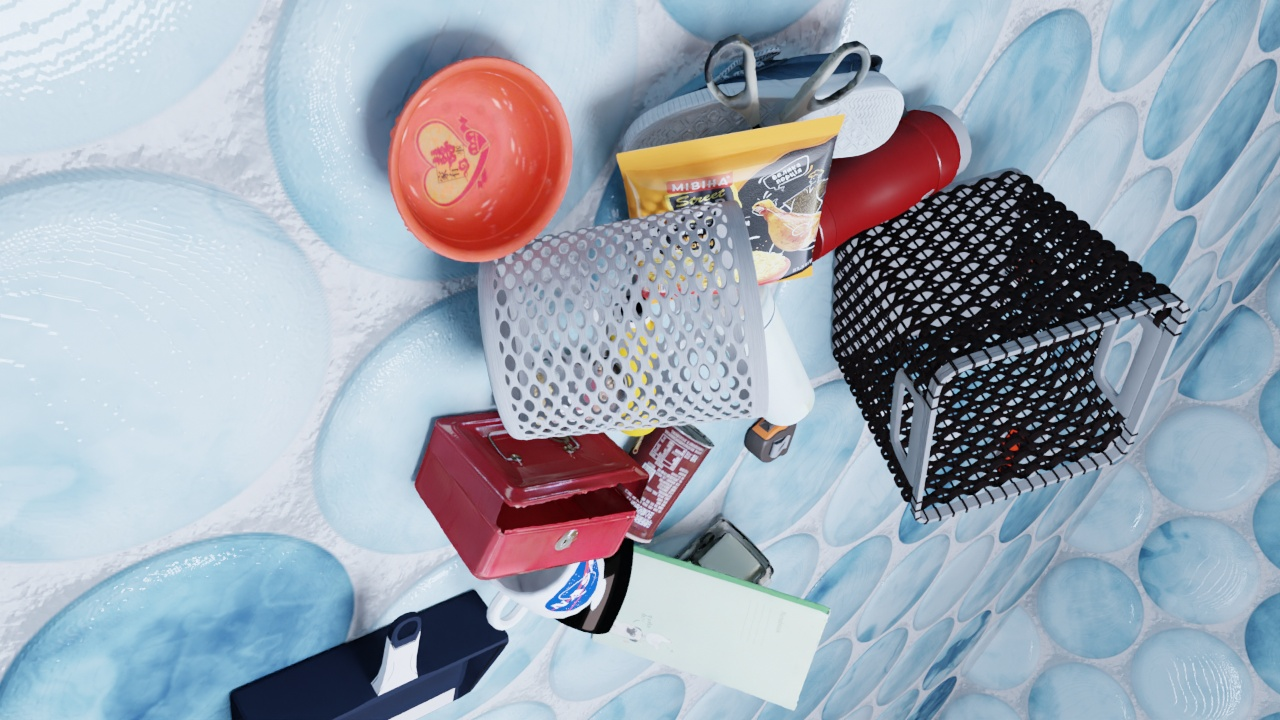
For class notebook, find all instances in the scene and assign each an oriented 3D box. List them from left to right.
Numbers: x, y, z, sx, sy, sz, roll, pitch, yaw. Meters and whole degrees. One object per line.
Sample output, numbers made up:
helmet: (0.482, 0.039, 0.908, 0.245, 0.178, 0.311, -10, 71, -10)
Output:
notebook: (0.071, 0.298, 1.037, 0.010, 0.253, 0.182, -60, 162, -52)

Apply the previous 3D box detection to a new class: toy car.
toy car: (0.694, 0.171, 1.710, 0.051, 0.049, 0.100, 17, 109, -52)

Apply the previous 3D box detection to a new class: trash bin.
trash bin: (-0.012, -0.024, 0.663, 0.183, 0.156, 0.157, -8, 136, 2)

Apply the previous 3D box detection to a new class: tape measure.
tape measure: (0.157, 0.093, 1.089, 0.058, 0.038, 0.058, -15, 131, -38)

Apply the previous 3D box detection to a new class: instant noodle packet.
instant noodle packet: (0.069, -0.109, 0.731, 0.160, 0.032, 0.221, -10, 155, -1)

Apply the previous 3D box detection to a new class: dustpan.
dustpan: (-0.235, 0.299, 0.830, 0.235, 0.080, 0.274, -16, 132, -37)

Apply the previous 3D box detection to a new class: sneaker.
sneaker: (0.093, -0.201, 0.730, 0.235, 0.087, 0.089, -12, 142, -11)

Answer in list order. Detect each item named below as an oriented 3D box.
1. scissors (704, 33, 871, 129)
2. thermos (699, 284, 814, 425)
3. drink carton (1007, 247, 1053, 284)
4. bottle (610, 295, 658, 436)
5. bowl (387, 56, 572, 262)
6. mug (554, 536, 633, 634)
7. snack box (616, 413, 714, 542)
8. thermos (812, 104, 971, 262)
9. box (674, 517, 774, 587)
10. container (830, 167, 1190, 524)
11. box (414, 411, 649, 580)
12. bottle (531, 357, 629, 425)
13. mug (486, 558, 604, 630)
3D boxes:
scissors: (0.096, -0.181, 0.672, 0.158, 0.012, 0.171, -26, 145, 18)
thermos: (0.124, -0.010, 0.942, 0.068, 0.068, 0.230, -45, 143, -7)
drink carton: (0.430, -0.127, 1.102, 0.038, 0.129, 0.044, -45, 146, -29)
bottle: (-0.005, 0.005, 0.839, 0.043, 0.043, 0.144, -28, 139, -27)
bowl: (-0.110, -0.133, 0.597, 0.130, 0.045, 0.131, -19, 122, -32)
mug: (-0.064, 0.212, 0.943, 0.118, 0.085, 0.100, 21, 93, -22)
snack box: (0.013, 0.116, 0.935, 0.072, 0.072, 0.121, 22, 104, -52)
thermos: (0.217, -0.183, 0.881, 0.198, 0.084, 0.108, -31, 107, -20)
box: (0.122, 0.313, 1.123, 0.143, 0.187, 0.105, -42, 144, -5)
container: (0.352, -0.024, 0.961, 0.245, 0.243, 0.248, -17, 137, -5)
box: (-0.092, 0.105, 0.771, 0.157, 0.129, 0.087, -3, 127, -43)
bottle: (-0.066, 0.027, 0.784, 0.105, 0.056, 0.056, -3, 124, -44)
mug: (-0.099, 0.199, 0.859, 0.121, 0.091, 0.090, -51, 153, -12)
